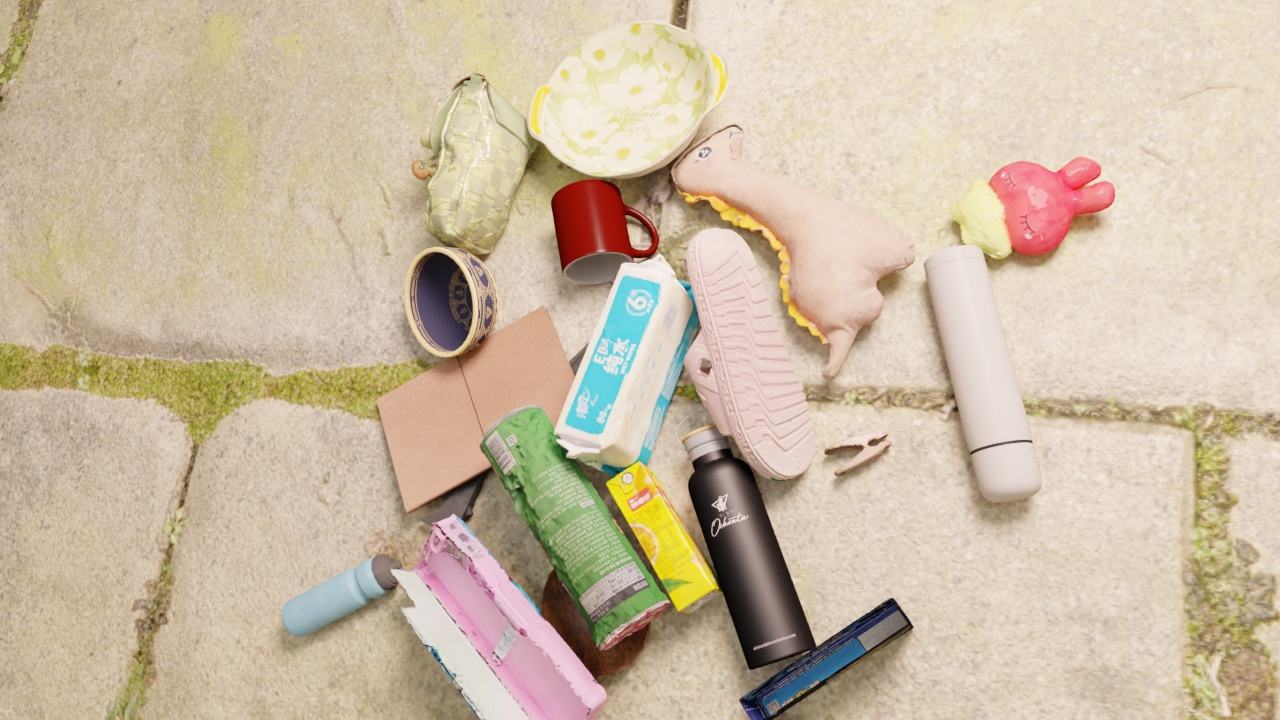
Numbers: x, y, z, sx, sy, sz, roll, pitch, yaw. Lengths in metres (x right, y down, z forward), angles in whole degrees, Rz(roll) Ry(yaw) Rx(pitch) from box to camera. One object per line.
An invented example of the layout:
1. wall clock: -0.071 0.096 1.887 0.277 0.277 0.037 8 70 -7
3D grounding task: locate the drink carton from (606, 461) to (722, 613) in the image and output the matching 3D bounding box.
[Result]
1. drink carton: 0.023 0.160 0.837 0.043 0.058 0.134 -33 67 3

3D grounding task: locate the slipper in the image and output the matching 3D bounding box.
1. slipper: 0.086 -0.002 0.844 0.065 0.094 0.239 -24 78 48

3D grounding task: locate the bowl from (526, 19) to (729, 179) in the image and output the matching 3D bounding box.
1. bowl: -0.008 -0.260 0.962 0.220 0.060 0.188 -5 67 18

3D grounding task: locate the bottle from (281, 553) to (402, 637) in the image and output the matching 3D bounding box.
1. bottle: -0.296 0.233 0.921 0.130 0.040 0.040 -28 68 7

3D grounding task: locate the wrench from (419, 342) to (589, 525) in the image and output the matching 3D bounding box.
1. wrench: -0.124 0.067 0.931 0.273 0.018 0.073 -43 67 0

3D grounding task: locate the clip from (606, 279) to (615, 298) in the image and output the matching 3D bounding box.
1. clip: -0.009 -0.067 0.937 0.053 0.013 0.036 -6 74 12

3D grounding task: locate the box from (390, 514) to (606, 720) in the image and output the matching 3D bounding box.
1. box: -0.146 0.256 0.829 0.230 0.096 0.085 44 125 22

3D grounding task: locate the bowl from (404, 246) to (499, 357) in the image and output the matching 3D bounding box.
1. bowl: -0.186 -0.063 0.956 0.113 0.061 0.112 9 105 38

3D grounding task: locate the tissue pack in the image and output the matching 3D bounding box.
1. tissue pack: -0.005 0.005 0.859 0.066 0.117 0.209 18 80 23

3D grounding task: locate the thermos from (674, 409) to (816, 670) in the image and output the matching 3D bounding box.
1. thermos: 0.086 0.151 0.818 0.061 0.061 0.231 -22 69 9

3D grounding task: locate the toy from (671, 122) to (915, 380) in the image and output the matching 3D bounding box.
1. toy: 0.125 -0.117 0.885 0.264 0.065 0.196 28 84 25

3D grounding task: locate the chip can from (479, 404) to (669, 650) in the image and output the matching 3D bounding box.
1. chip can: -0.064 0.145 0.826 0.075 0.075 0.223 -37 69 4

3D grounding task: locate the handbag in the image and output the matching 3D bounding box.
1. handbag: -0.189 -0.207 0.981 0.117 0.113 0.186 12 79 27

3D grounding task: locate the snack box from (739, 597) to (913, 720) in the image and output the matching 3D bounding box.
1. snack box: 0.156 0.249 0.759 0.150 0.082 0.027 -34 66 4

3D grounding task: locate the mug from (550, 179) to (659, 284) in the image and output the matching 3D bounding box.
1. mug: -0.034 -0.131 0.938 0.105 0.073 0.082 -5 70 -15

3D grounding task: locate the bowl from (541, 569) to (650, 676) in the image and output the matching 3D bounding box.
1. bowl: -0.038 0.232 0.851 0.102 0.026 0.114 -22 71 9

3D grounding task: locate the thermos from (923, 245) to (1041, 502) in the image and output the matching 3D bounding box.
1. thermos: 0.298 0.011 0.800 0.052 0.052 0.224 -12 71 13

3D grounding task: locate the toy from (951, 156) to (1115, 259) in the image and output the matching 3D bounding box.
1. toy: 0.354 -0.140 0.830 0.135 0.045 0.091 -15 73 18

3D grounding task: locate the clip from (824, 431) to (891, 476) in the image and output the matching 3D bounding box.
1. clip: 0.198 0.088 0.823 0.061 0.025 0.043 -16 70 8

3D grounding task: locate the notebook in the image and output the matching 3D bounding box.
1. notebook: -0.166 0.048 0.939 0.209 0.008 0.141 -29 58 7
